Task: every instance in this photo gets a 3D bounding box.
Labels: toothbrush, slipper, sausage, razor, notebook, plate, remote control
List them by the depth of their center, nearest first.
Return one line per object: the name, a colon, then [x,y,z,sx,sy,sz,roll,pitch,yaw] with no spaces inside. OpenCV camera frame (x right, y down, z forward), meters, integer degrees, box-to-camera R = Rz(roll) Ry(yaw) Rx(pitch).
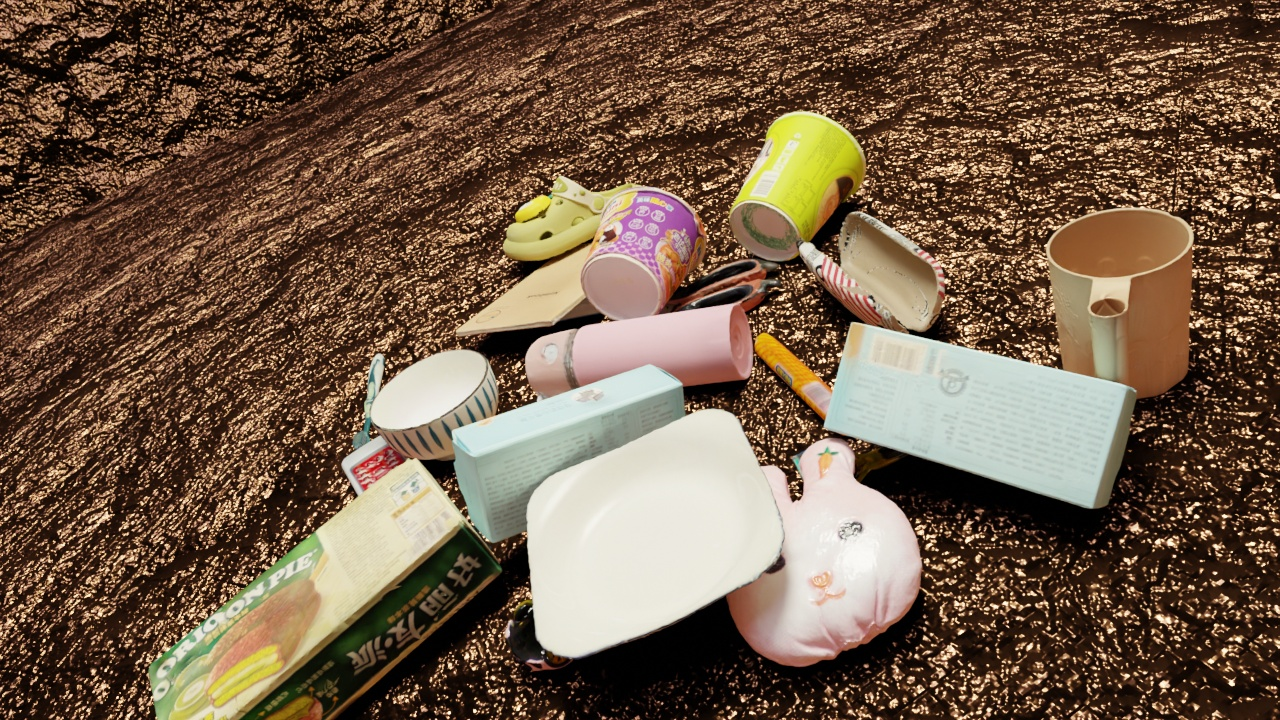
plate: [0.008,0.111,0.588,0.164,0.034,0.163,-25,34,6]
razor: [0.180,0.060,0.642,0.143,0.022,0.042,-23,47,1]
sausage: [0.130,0.016,0.737,0.021,0.021,0.165,-27,33,-6]
remote control: [-0.230,0.109,0.830,0.055,0.020,0.136,-34,34,-15]
toothbrush: [-0.285,0.041,0.965,0.016,0.018,0.191,-21,33,3]
remote control: [-0.061,-0.066,0.973,0.125,0.024,0.048,-11,32,21]
notebook: [-0.086,-0.085,0.992,0.148,0.008,0.207,-4,29,40]
slipper: [-0.083,-0.182,1.095,0.190,0.081,0.092,-25,19,-14]

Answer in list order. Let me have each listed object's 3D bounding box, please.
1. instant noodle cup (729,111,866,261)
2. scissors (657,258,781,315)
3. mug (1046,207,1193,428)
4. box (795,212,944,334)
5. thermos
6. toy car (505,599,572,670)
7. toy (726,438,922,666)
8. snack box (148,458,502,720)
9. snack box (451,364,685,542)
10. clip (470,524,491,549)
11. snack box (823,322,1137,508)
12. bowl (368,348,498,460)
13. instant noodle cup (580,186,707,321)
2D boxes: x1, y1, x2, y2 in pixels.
instant noodle cup: [0.150,-0.167,0.922,0.112,0.112,0.123,9,53,40]
scissors: [0.031,-0.040,0.885,0.186,0.015,0.208,11,45,42]
mug: [0.315,-0.024,0.603,0.084,0.103,0.124,0,39,32]
box: [0.203,-0.078,0.784,0.087,0.076,0.163,-43,30,6]
thermos: [-0.005,0.005,0.806,0.199,0.067,0.087,-8,65,22]
toy car: [-0.034,0.161,0.617,0.122,0.037,0.056,-39,34,-17]
toy: [0.106,0.113,0.576,0.121,0.054,0.159,-27,35,11]
snack box: [-0.224,0.184,0.653,0.239,0.063,0.114,-41,35,-14]
snack box: [-0.048,0.066,0.687,0.174,0.074,0.052,-18,27,-24]
clip: [-0.143,0.154,0.707,0.058,0.026,0.038,-38,38,-19]
snack box: [0.210,0.031,0.582,0.175,0.074,0.051,17,6,33]
bowl: [-0.181,0.049,0.842,0.116,0.066,0.116,-16,33,10]
instant noodle cup: [-0.003,-0.097,0.885,0.112,0.112,0.099,-4,37,28]
